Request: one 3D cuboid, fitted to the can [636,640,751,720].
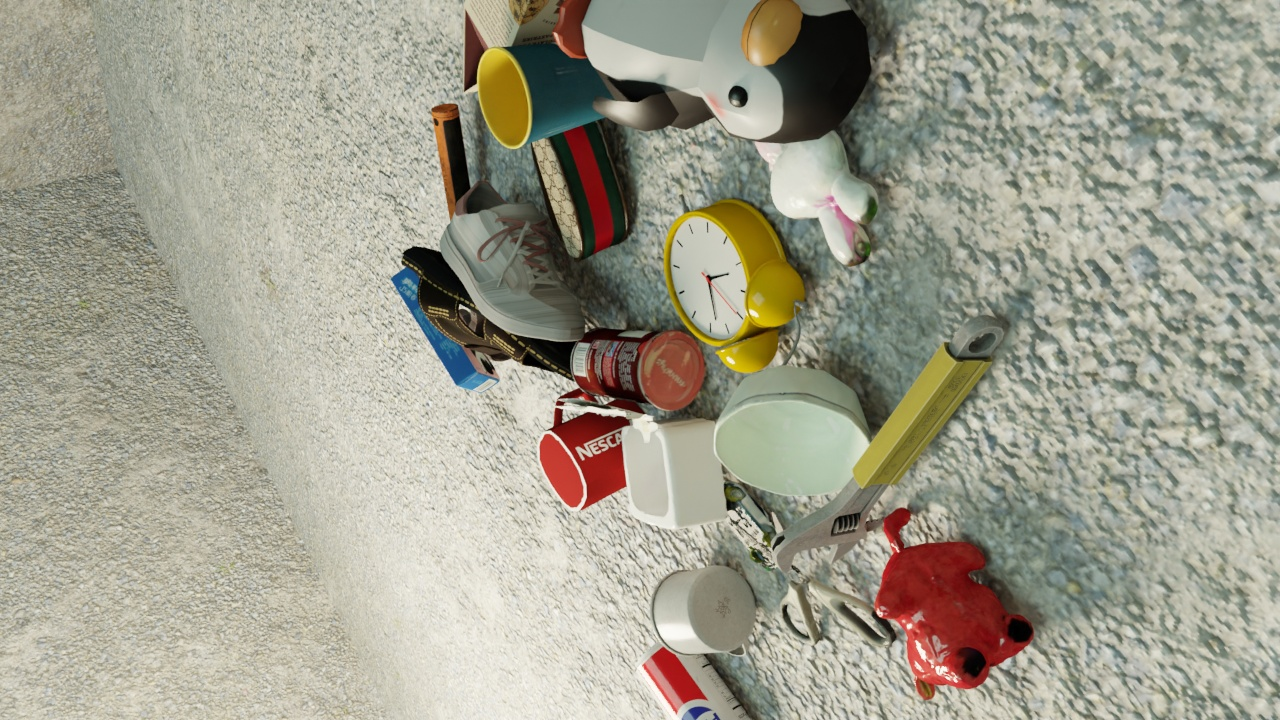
[{"bbox_3d":[0.058,0.361,0.980,0.132,0.070,0.070,50,144,25],"label":"can"}]

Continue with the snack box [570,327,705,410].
[{"bbox_3d":[-0.005,0.005,0.853,0.121,0.072,0.072,6,114,55],"label":"snack box"}]

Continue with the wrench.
[{"bbox_3d":[0.170,0.070,0.645,0.274,0.083,0.018,112,151,-41],"label":"wrench"}]

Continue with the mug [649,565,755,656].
[{"bbox_3d":[0.072,0.252,0.895,0.113,0.084,0.071,41,147,-13],"label":"mug"}]

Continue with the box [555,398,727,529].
[{"bbox_3d":[-0.008,0.080,0.831,0.107,0.131,0.151,-4,94,64],"label":"box"}]

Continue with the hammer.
[{"bbox_3d":[-0.194,-0.136,1.052,0.138,0.034,0.315,36,141,39],"label":"hammer"}]

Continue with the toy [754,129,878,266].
[{"bbox_3d":[0.119,-0.124,0.625,0.122,0.038,0.079,53,157,20],"label":"toy"}]

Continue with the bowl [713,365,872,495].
[{"bbox_3d":[0.116,0.045,0.691,0.117,0.061,0.118,8,138,7],"label":"bowl"}]

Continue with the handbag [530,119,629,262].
[{"bbox_3d":[-0.073,-0.177,0.854,0.138,0.063,0.166,22,134,62],"label":"handbag"}]

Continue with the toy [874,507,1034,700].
[{"bbox_3d":[0.203,0.175,0.660,0.094,0.088,0.133,89,158,-59],"label":"toy"}]

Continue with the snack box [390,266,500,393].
[{"bbox_3d":[-0.226,-0.036,1.072,0.154,0.033,0.088,57,-177,11],"label":"snack box"}]

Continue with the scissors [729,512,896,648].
[{"bbox_3d":[0.142,0.197,0.786,0.171,0.012,0.158,32,143,27],"label":"scissors"}]

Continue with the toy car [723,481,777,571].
[{"bbox_3d":[0.100,0.147,0.826,0.089,0.027,0.039,50,143,20],"label":"toy car"}]

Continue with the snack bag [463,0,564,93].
[{"bbox_3d":[-0.080,-0.296,0.754,0.070,0.094,0.207,60,147,12],"label":"snack bag"}]

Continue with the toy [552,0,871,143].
[{"bbox_3d":[0.064,-0.202,0.598,0.184,0.140,0.159,33,94,28],"label":"toy"}]

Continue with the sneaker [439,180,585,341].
[{"bbox_3d":[-0.123,-0.107,0.908,0.236,0.099,0.090,44,127,39],"label":"sneaker"}]

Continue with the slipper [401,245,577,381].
[{"bbox_3d":[-0.164,-0.041,0.975,0.268,0.112,0.076,33,103,28],"label":"slipper"}]

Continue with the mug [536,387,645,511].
[{"bbox_3d":[-0.051,0.083,0.942,0.116,0.096,0.081,54,146,20],"label":"mug"}]

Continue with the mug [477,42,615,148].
[{"bbox_3d":[-0.061,-0.224,0.745,0.078,0.121,0.078,34,136,41],"label":"mug"}]

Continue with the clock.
[{"bbox_3d":[0.072,-0.058,0.722,0.152,0.051,0.114,54,145,27],"label":"clock"}]
